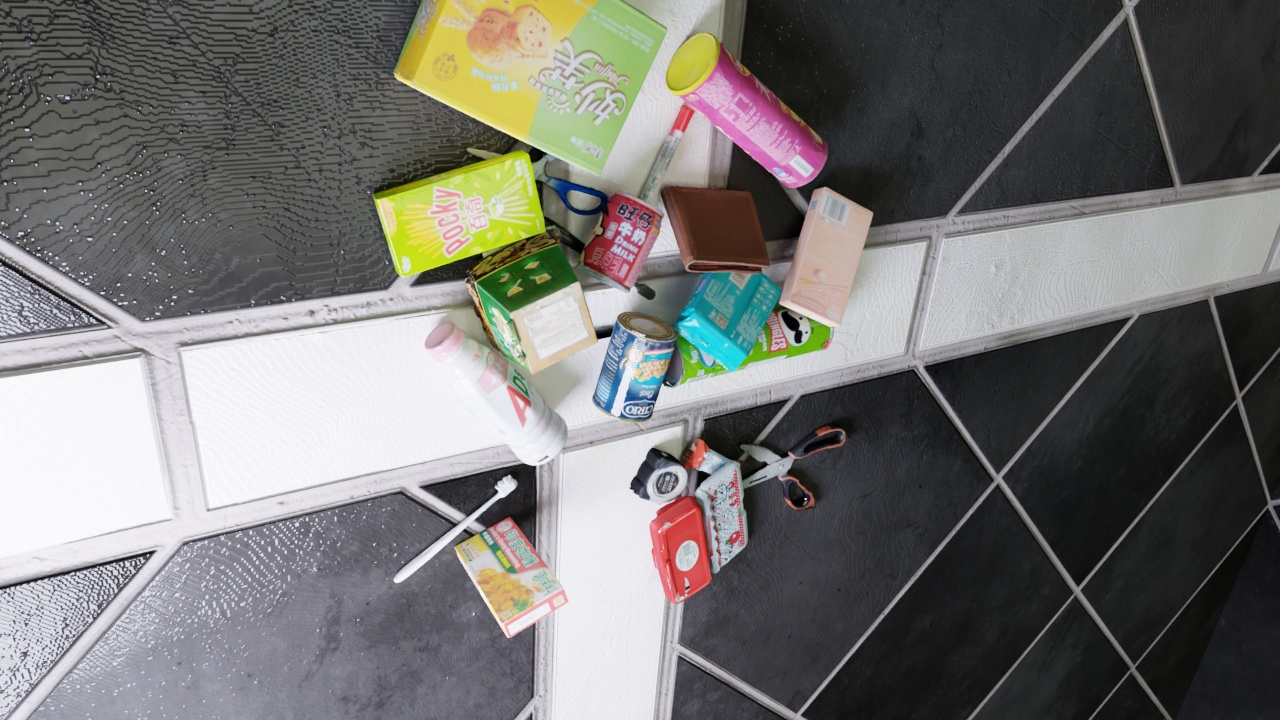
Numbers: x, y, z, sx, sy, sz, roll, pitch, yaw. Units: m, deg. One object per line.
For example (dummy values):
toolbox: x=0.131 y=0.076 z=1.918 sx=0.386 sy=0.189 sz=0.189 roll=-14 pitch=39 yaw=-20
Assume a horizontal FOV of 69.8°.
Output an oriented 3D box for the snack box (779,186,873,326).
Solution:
snack box: x=0.234 y=-0.129 z=1.152 sx=0.084 sy=0.026 sz=0.157 roll=22 pitch=82 yaw=-24

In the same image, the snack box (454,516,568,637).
snack box: x=-0.151 y=0.245 z=1.055 sx=0.077 sy=0.156 sz=0.027 roll=-27 pitch=124 yaw=-19

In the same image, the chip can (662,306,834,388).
chip can: x=0.131 y=-0.023 z=1.154 sx=0.235 sy=0.072 sz=0.072 roll=-13 pitch=120 yaw=-27

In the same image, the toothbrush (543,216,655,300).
toothbrush: x=-0.048 y=-0.114 z=1.026 sx=0.181 sy=0.018 sz=0.015 roll=31 pitch=96 yaw=-38

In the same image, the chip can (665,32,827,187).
chip can: x=0.122 y=-0.272 z=1.018 sx=0.210 sy=0.071 sz=0.071 roll=28 pitch=97 yaw=-40

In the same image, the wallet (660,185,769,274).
wallet: x=0.087 y=-0.150 z=1.053 sx=0.124 sy=0.032 sz=0.101 roll=-2 pitch=71 yaw=-34

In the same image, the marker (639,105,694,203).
marker: x=0.022 y=-0.212 z=1.018 sx=0.017 sy=0.017 sz=0.145 roll=17 pitch=104 yaw=-38

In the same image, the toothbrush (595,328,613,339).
toothbrush: x=-0.064 y=-0.025 z=1.062 sx=0.188 sy=0.017 sz=0.014 roll=-12 pitch=125 yaw=-30

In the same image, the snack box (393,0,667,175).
snack box: x=-0.099 y=-0.288 z=0.856 sx=0.209 sy=0.070 sz=0.158 roll=20 pitch=102 yaw=-34

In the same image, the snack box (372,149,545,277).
snack box: x=-0.177 y=-0.146 z=0.910 sx=0.156 sy=0.026 sz=0.086 roll=-21 pitch=123 yaw=-18

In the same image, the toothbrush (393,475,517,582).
toothbrush: x=-0.218 y=0.198 z=1.078 sx=0.180 sy=0.016 sz=0.016 roll=-40 pitch=121 yaw=-10

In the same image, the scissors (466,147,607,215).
scissors: x=-0.096 y=-0.198 z=0.952 sx=0.174 sy=0.012 sz=0.162 roll=35 pitch=93 yaw=-39

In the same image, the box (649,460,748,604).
box: x=0.088 y=0.242 z=1.269 sx=0.158 sy=0.039 sz=0.201 roll=-29 pitch=138 yaw=-17

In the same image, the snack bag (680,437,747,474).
snack bag: x=0.100 y=0.140 z=1.249 sx=0.104 sy=0.026 sz=0.048 roll=25 pitch=106 yaw=-40

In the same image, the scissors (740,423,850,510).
scissors: x=0.221 y=0.152 z=1.341 sx=0.189 sy=0.015 sz=0.225 roll=-49 pitch=131 yaw=-2

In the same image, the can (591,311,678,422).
can: x=-0.006 y=0.006 z=1.070 sx=0.075 sy=0.075 sz=0.111 roll=1 pitch=118 yaw=-34

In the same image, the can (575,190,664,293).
can: x=-0.021 y=-0.128 z=0.988 sx=0.066 sy=0.066 sz=0.094 roll=26 pitch=90 yaw=-39

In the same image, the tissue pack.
tissue pack: x=0.103 y=-0.061 z=1.083 sx=0.093 sy=0.050 sz=0.133 roll=39 pitch=60 yaw=-14

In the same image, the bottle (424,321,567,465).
bottle: x=-0.158 y=0.036 z=1.000 sx=0.068 sy=0.068 sz=0.197 roll=-44 pitch=127 yaw=-6

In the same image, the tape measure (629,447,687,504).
tape measure: x=0.027 y=0.154 z=1.204 sx=0.066 sy=0.033 sz=0.066 roll=26 pitch=100 yaw=-37

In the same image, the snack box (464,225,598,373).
snack box: x=-0.104 y=-0.055 z=0.955 sx=0.117 sy=0.105 sz=0.118 roll=-27 pitch=128 yaw=-14
